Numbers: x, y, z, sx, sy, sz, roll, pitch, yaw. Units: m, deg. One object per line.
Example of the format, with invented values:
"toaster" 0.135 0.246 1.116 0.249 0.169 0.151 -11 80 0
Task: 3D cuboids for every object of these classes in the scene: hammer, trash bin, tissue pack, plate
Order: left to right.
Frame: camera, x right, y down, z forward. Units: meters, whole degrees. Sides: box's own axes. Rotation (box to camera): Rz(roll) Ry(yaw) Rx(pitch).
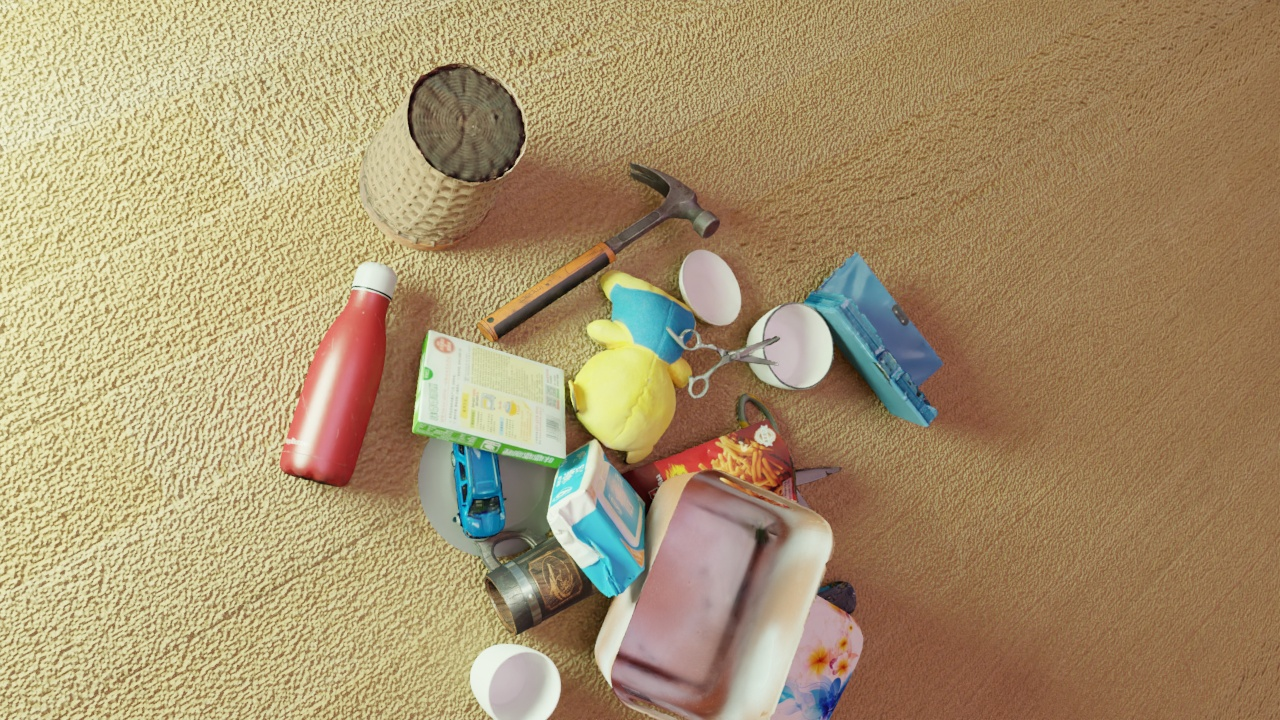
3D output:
"trash bin" -0.202 -0.211 0.966 0.151 0.210 0.151 3 82 -27
"plate" -0.164 0.135 1.050 0.178 0.012 0.178 4 82 -26
"hammer" -0.067 -0.128 1.106 0.313 0.035 0.138 -36 67 -17
"tissue pack" -0.046 0.169 1.007 0.066 0.209 0.117 -33 101 9
"plate" 0.084 -0.091 1.187 0.104 0.026 0.104 17 62 -36
"trash bin" 0.074 0.263 1.022 0.181 0.157 0.259 24 79 -8
"plate" 0.205 0.394 1.156 0.187 0.016 0.186 36 80 -35

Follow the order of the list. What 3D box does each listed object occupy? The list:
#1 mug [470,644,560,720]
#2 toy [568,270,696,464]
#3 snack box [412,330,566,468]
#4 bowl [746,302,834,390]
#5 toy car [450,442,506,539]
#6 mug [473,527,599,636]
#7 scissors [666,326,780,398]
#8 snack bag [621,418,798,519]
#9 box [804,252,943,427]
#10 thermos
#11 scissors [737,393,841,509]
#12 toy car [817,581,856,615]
"mug" -0.135 0.364 0.992 0.080 0.088 0.114 -15 90 -27
"toy" -0.007 0.006 1.107 0.149 0.084 0.213 28 69 -19
"snack box" -0.163 0.043 1.020 0.168 0.027 0.131 18 44 -24
"bowl" 0.192 -0.015 1.216 0.116 0.066 0.116 4 81 -26
"toy car" -0.178 0.136 1.010 0.056 0.044 0.120 -5 86 -27
"mug" -0.119 0.233 1.029 0.107 0.080 0.115 -24 77 -26
"scissors" 0.103 -0.016 1.121 0.141 0.014 0.147 -41 116 -15
"snack bag" 0.090 0.166 1.146 0.207 0.067 0.139 -22 94 -13
"box" 0.342 -0.030 1.254 0.112 0.094 0.231 -45 109 -6
"thermos" -0.308 0.010 0.962 0.073 0.073 0.239 19 75 -23
"scissors" 0.173 0.146 1.214 0.224 0.016 0.229 -14 89 -27
"toy car" 0.241 0.325 1.215 0.105 0.032 0.048 -12 88 -33
